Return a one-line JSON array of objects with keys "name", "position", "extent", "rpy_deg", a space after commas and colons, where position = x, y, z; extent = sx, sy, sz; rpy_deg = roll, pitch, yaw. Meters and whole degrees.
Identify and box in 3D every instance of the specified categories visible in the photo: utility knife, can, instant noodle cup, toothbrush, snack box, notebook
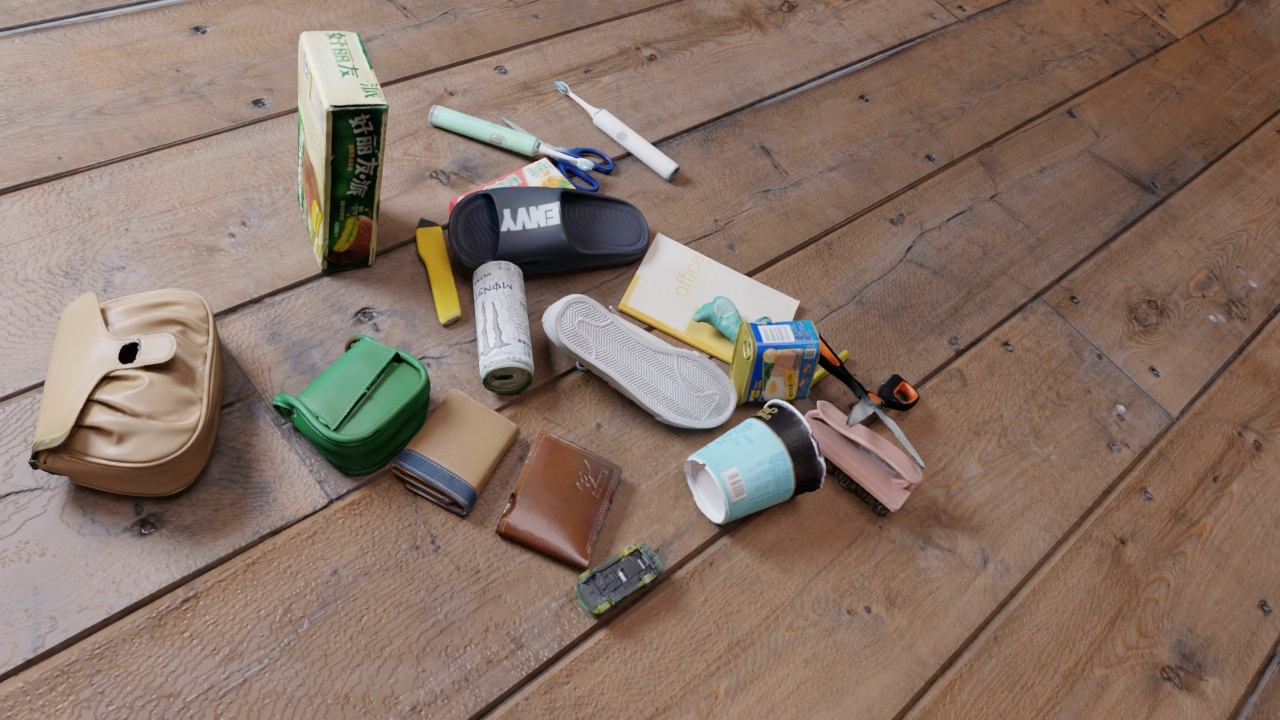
[{"name": "utility knife", "position": [-0.236, -0.104, 1.062], "extent": [0.033, 0.015, 0.153], "rpy_deg": [-9, 60, -17]}, {"name": "can", "position": [0.154, 0.002, 1.055], "extent": [0.083, 0.102, 0.057], "rpy_deg": [-2, 44, -10]}, {"name": "can", "position": [-0.153, -0.038, 1.015], "extent": [0.058, 0.058, 0.146], "rpy_deg": [2, 55, -18]}, {"name": "instant noodle cup", "position": [0.115, 0.115, 0.977], "extent": [0.120, 0.111, 0.111], "rpy_deg": [-24, 66, -21]}, {"name": "toothbrush", "position": [-0.036, -0.325, 1.280], "extent": [0.221, 0.027, 0.026], "rpy_deg": [40, 11, 11]}, {"name": "toothbrush", "position": [-0.168, -0.288, 1.201], "extent": [0.224, 0.027, 0.027], "rpy_deg": [18, 42, -2]}, {"name": "toothbrush", "position": [0.197, 0.038, 1.108], "extent": [0.189, 0.016, 0.016], "rpy_deg": [-34, 76, -35]}, {"name": "snack box", "position": [-0.319, -0.213, 0.968], "extent": [0.063, 0.241, 0.114], "rpy_deg": [-12, 60, -27]}, {"name": "snack box", "position": [-0.154, -0.195, 1.147], "extent": [0.155, 0.027, 0.077], "rpy_deg": [-34, 72, -34]}, {"name": "notebook", "position": [0.089, -0.069, 1.150], "extent": [0.206, 0.010, 0.145], "rpy_deg": [26, 52, 0]}]

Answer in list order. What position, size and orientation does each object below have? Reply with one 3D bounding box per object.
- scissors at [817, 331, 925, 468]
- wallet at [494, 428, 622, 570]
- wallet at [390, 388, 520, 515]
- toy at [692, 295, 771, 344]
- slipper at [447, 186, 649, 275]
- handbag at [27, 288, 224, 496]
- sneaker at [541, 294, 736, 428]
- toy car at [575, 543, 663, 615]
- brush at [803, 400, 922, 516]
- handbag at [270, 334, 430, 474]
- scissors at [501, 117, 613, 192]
[{"name": "scissors", "position": [0.265, 0.041, 1.074], "extent": [0.220, 0.022, 0.234], "rpy_deg": [0, 43, -48]}, {"name": "wallet", "position": [-0.080, 0.141, 0.931], "extent": [0.101, 0.032, 0.124], "rpy_deg": [24, 52, -4]}, {"name": "wallet", "position": [-0.185, 0.091, 0.930], "extent": [0.090, 0.033, 0.115], "rpy_deg": [30, 51, 0]}, {"name": "toy", "position": [0.118, -0.043, 1.118], "extent": [0.092, 0.030, 0.096], "rpy_deg": [46, 48, 9]}, {"name": "slipper", "position": [-0.096, -0.167, 1.090], "extent": [0.267, 0.084, 0.110], "rpy_deg": [-5, 73, -31]}, {"name": "handbag", "position": [-0.465, 0.020, 0.841], "extent": [0.147, 0.100, 0.204], "rpy_deg": [-3, 53, -17]}, {"name": "sneaker", "position": [-0.006, 0.006, 1.031], "extent": [0.242, 0.091, 0.089], "rpy_deg": [30, 80, -19]}, {"name": "toy car", "position": [-0.022, 0.214, 0.893], "extent": [0.091, 0.036, 0.043], "rpy_deg": [-23, 67, -32]}, {"name": "brush", "position": [0.247, 0.105, 1.041], "extent": [0.145, 0.073, 0.063], "rpy_deg": [40, 54, 13]}, {"name": "handbag", "position": [-0.281, 0.040, 0.917], "extent": [0.120, 0.068, 0.131], "rpy_deg": [31, 52, 14]}, {"name": "scissors", "position": [-0.120, -0.273, 1.225], "extent": [0.171, 0.012, 0.140], "rpy_deg": [3, 55, -15]}]
